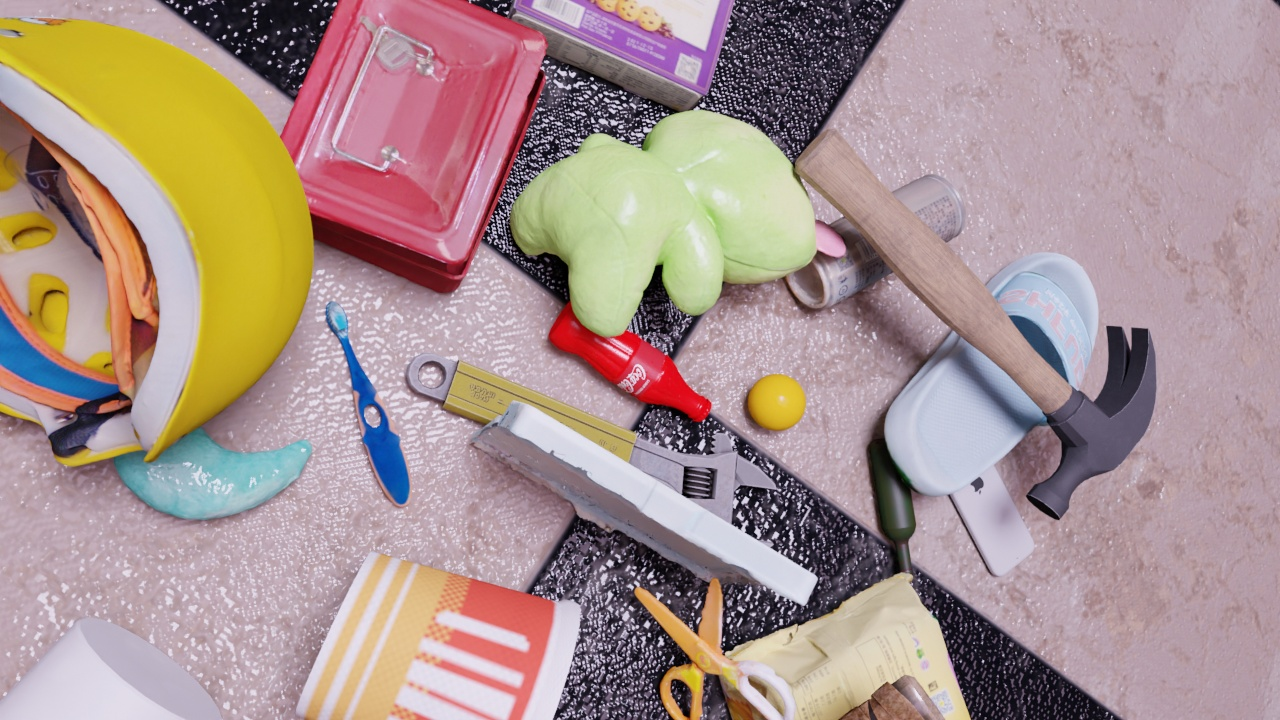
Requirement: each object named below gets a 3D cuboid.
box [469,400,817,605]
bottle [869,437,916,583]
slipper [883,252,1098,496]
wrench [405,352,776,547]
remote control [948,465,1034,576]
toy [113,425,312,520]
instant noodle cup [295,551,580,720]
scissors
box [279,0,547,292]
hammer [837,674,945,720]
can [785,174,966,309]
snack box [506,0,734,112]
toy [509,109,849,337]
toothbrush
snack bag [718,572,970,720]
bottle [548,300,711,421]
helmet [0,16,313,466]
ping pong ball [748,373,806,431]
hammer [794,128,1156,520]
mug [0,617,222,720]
[{"bbox_3d":[-0.003,0.086,0.550,0.197,0.135,0.040,33,76,-13],"label":"box"},{"bbox_3d":[0.187,0.109,0.671,0.025,0.025,0.106,-7,86,-19],"label":"bottle"},{"bbox_3d":[0.275,0.009,0.679,0.244,0.074,0.104,-39,99,-26],"label":"slipper"},{"bbox_3d":[-0.026,0.060,0.608,0.273,0.018,0.083,23,77,-15],"label":"wrench"},{"bbox_3d":[0.255,0.093,0.705,0.045,0.008,0.146,-30,94,-20],"label":"remote control"},{"bbox_3d":[-0.252,0.048,0.526,0.105,0.033,0.084,45,62,-7],"label":"toy"},{"bbox_3d":[-0.115,0.174,0.517,0.121,0.123,0.123,24,76,-7],"label":"instant noodle cup"},{"bbox_3d":[0.047,0.190,0.575,0.011,0.128,0.125,-35,135,-53],"label":"scissors"},{"bbox_3d":[-0.139,-0.137,0.560,0.129,0.093,0.157,23,80,-13],"label":"box"},{"bbox_3d":[0.035,0.284,0.530,0.319,0.049,0.121,-36,92,5],"label":"hammer"},{"bbox_3d":[0.171,-0.087,0.673,0.135,0.054,0.054,-29,93,-20],"label":"can"},{"bbox_3d":[-0.005,-0.269,0.641,0.143,0.041,0.148,20,78,-16],"label":"snack box"},{"bbox_3d":[0.026,-0.101,0.592,0.196,0.107,0.150,-28,62,-19],"label":"toy"},{"bbox_3d":[-0.167,0.026,0.564,0.021,0.017,0.135,-20,90,-17],"label":"toothbrush"},{"bbox_3d":[0.164,0.282,0.621,0.159,0.068,0.247,-20,91,-21],"label":"snack bag"},{"bbox_3d":[-0.004,0.004,0.612,0.119,0.036,0.036,34,74,-13],"label":"bottle"},{"bbox_3d":[-0.264,-0.067,0.461,0.139,0.240,0.209,-41,126,-51],"label":"helmet"},{"bbox_3d":[0.095,0.029,0.641,0.040,0.040,0.040,2,83,-19],"label":"ping pong ball"},{"bbox_3d":[0.222,-0.038,0.610,0.305,0.040,0.132,42,86,-12],"label":"hammer"},{"bbox_3d":[-0.276,0.205,0.476,0.090,0.091,0.121,-50,135,-17],"label":"mug"}]
